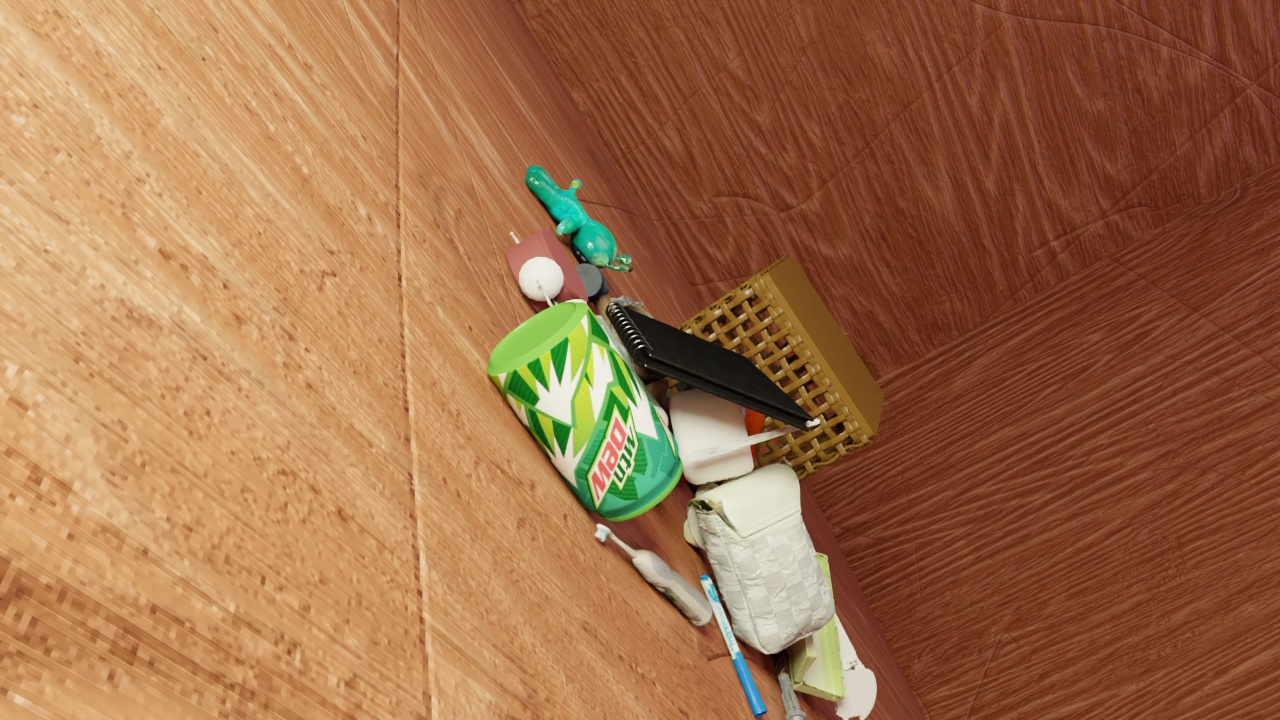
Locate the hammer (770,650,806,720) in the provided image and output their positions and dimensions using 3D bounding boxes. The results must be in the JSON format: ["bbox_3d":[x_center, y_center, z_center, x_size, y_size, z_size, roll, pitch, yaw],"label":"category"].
[{"bbox_3d":[0.137,0.278,1.034,0.098,0.044,0.321,55,12,-30],"label":"hammer"}]

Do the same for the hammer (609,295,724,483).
[{"bbox_3d":[0.042,0.047,1.294,0.316,0.028,0.147,62,14,13],"label":"hammer"}]

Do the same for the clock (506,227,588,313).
[{"bbox_3d":[-0.087,-0.075,0.870,0.087,0.044,0.124,53,11,-39],"label":"clock"}]

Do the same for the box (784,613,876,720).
[{"bbox_3d":[0.226,0.362,1.106,0.081,0.092,0.159,0,56,-44],"label":"box"}]

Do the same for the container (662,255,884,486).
[{"bbox_3d":[0.169,0.026,1.257,0.251,0.215,0.219,56,22,-1],"label":"container"}]

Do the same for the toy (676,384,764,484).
[{"bbox_3d":[0.087,0.063,1.075,0.172,0.093,0.163,10,80,-60],"label":"toy"}]

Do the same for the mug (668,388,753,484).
[{"bbox_3d":[0.069,0.071,0.919,0.115,0.068,0.094,-82,160,-81],"label":"mug"}]

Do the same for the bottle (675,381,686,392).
[{"bbox_3d":[0.080,0.028,1.491,0.055,0.055,0.174,59,7,-9],"label":"bottle"}]

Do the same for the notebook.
[{"bbox_3d":[0.056,-0.001,0.890,0.169,0.019,0.231,22,10,-13],"label":"notebook"}]

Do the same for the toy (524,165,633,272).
[{"bbox_3d":[-0.081,-0.186,1.231,0.193,0.072,0.130,47,13,-20],"label":"toy"}]

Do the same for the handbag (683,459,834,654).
[{"bbox_3d":[0.115,0.199,0.923,0.123,0.112,0.171,-11,-82,63],"label":"handbag"}]

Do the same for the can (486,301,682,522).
[{"bbox_3d":[-0.036,0.037,0.649,0.144,0.083,0.083,57,9,-21],"label":"can"}]

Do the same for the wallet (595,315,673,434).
[{"bbox_3d":[-0.019,0.025,0.914,0.131,0.054,0.100,63,-3,18],"label":"wallet"}]

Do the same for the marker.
[{"bbox_3d":[0.084,0.261,0.852,0.013,0.013,0.141,50,13,-50],"label":"marker"}]

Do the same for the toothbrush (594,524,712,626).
[{"bbox_3d":[0.012,0.166,0.716,0.022,0.024,0.185,16,-24,38],"label":"toothbrush"}]

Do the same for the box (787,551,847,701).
[{"bbox_3d":[0.187,0.282,1.053,0.187,0.061,0.133,-89,157,-43],"label":"box"}]

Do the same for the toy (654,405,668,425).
[{"bbox_3d":[-0.021,0.061,0.797,0.125,0.037,0.075,21,45,-41],"label":"toy"}]

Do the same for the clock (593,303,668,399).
[{"bbox_3d":[-0.005,0.006,1.026,0.092,0.055,0.140,-2,66,-57],"label":"clock"}]

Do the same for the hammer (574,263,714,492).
[{"bbox_3d":[0.007,0.027,1.130,0.321,0.040,0.129,61,4,0],"label":"hammer"}]

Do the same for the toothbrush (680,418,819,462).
[{"bbox_3d":[0.077,0.081,0.846,0.010,0.182,0.010,37,37,-74],"label":"toothbrush"}]
